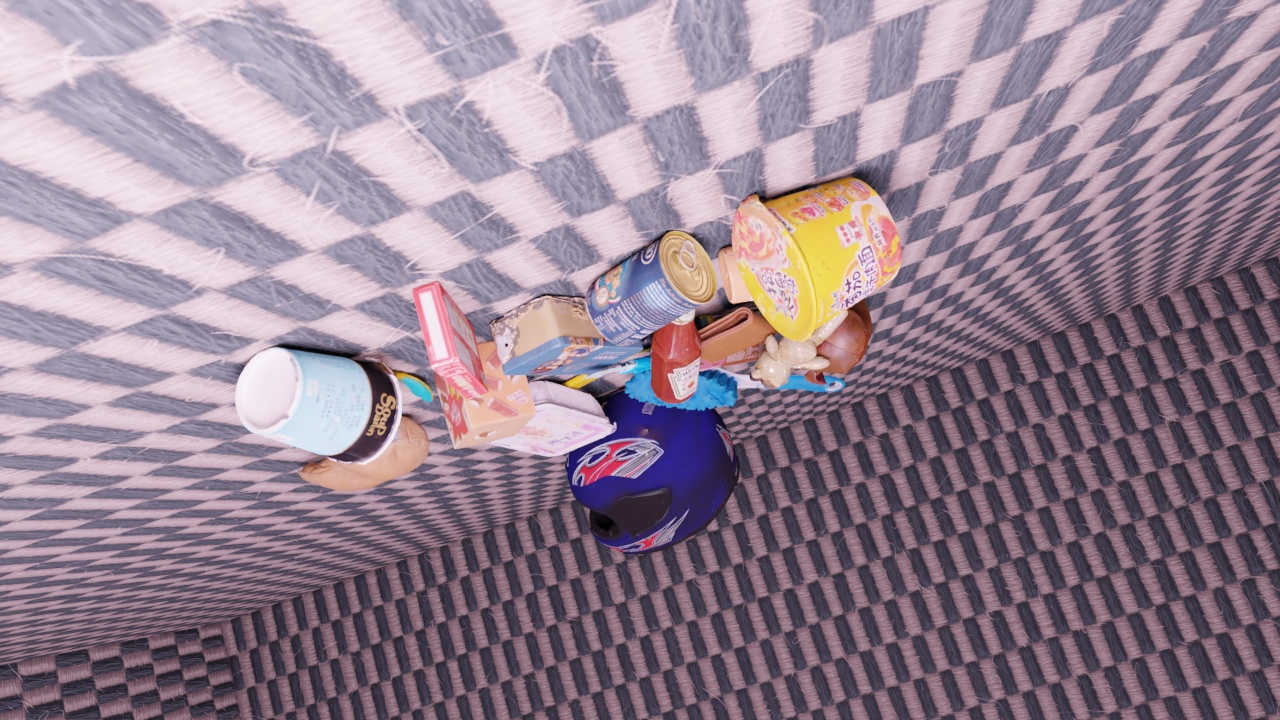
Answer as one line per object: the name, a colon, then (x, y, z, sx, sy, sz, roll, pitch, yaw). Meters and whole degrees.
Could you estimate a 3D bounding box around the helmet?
helmet: (-0.006, 0.170, 1.520, 0.316, 0.246, 0.240, -33, 120, 29)

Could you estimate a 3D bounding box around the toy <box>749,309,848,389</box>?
toy: (0.206, -0.026, 1.198, 0.105, 0.066, 0.158, 16, 126, -33)

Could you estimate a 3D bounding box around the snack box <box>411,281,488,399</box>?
snack box: (-0.174, -0.015, 0.855, 0.025, 0.075, 0.153, -17, 168, -3)

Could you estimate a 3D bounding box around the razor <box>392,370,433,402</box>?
razor: (-0.264, 0.029, 1.025, 0.043, 0.028, 0.132, 3, 170, 15)

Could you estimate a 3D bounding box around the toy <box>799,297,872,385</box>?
toy: (0.272, -0.041, 1.311, 0.199, 0.130, 0.140, -18, 136, -62)

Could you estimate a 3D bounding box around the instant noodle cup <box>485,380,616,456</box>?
instant noodle cup: (-0.134, 0.080, 1.314, 0.138, 0.060, 0.173, -25, 154, 30)

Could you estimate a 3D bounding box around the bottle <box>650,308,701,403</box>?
bottle: (0.043, -0.027, 1.052, 0.059, 0.059, 0.206, -16, 146, -12)

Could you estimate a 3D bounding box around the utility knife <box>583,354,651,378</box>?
utility knife: (-0.007, 0.007, 1.115, 0.034, 0.018, 0.236, -26, 173, 26)

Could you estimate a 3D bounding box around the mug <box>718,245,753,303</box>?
mug: (0.148, -0.101, 0.962, 0.123, 0.078, 0.078, -14, 168, -2)

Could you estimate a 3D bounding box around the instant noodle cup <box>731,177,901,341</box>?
instant noodle cup: (0.167, -0.101, 0.858, 0.109, 0.138, 0.138, -26, 170, -13)

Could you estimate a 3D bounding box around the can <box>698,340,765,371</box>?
can: (0.112, -0.019, 1.300, 0.147, 0.058, 0.058, -10, 165, -35)

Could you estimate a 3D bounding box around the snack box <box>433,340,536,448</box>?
snack box: (-0.177, 0.038, 1.037, 0.077, 0.094, 0.093, -12, 167, -27)

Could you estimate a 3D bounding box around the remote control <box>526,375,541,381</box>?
remote control: (-0.183, 0.029, 1.170, 0.135, 0.019, 0.056, -22, 168, 17)

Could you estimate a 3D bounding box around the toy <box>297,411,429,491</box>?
toy: (-0.372, 0.133, 1.228, 0.143, 0.082, 0.227, -1, 162, -42)

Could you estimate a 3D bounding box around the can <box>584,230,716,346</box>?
can: (0.008, -0.067, 0.891, 0.111, 0.075, 0.075, -28, 165, 40)

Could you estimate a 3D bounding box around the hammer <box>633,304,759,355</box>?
hammer: (0.073, -0.043, 1.201, 0.323, 0.032, 0.126, -17, 167, -6)

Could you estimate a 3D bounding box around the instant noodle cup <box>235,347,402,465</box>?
instant noodle cup: (-0.303, 0.037, 0.854, 0.111, 0.111, 0.120, -23, 158, 19)

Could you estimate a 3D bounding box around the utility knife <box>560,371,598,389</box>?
utility knife: (-0.118, 0.044, 1.339, 0.164, 0.015, 0.033, -26, 163, 31)

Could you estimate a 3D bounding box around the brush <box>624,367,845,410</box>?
brush: (0.140, 0.034, 1.331, 0.315, 0.061, 0.109, 7, -157, 7)

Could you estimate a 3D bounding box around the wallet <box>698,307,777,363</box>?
wallet: (0.112, -0.029, 1.170, 0.108, 0.031, 0.131, -27, 165, 19)

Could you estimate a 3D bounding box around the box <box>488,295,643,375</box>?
box: (-0.074, -0.024, 0.997, 0.090, 0.061, 0.184, -25, 165, 31)
